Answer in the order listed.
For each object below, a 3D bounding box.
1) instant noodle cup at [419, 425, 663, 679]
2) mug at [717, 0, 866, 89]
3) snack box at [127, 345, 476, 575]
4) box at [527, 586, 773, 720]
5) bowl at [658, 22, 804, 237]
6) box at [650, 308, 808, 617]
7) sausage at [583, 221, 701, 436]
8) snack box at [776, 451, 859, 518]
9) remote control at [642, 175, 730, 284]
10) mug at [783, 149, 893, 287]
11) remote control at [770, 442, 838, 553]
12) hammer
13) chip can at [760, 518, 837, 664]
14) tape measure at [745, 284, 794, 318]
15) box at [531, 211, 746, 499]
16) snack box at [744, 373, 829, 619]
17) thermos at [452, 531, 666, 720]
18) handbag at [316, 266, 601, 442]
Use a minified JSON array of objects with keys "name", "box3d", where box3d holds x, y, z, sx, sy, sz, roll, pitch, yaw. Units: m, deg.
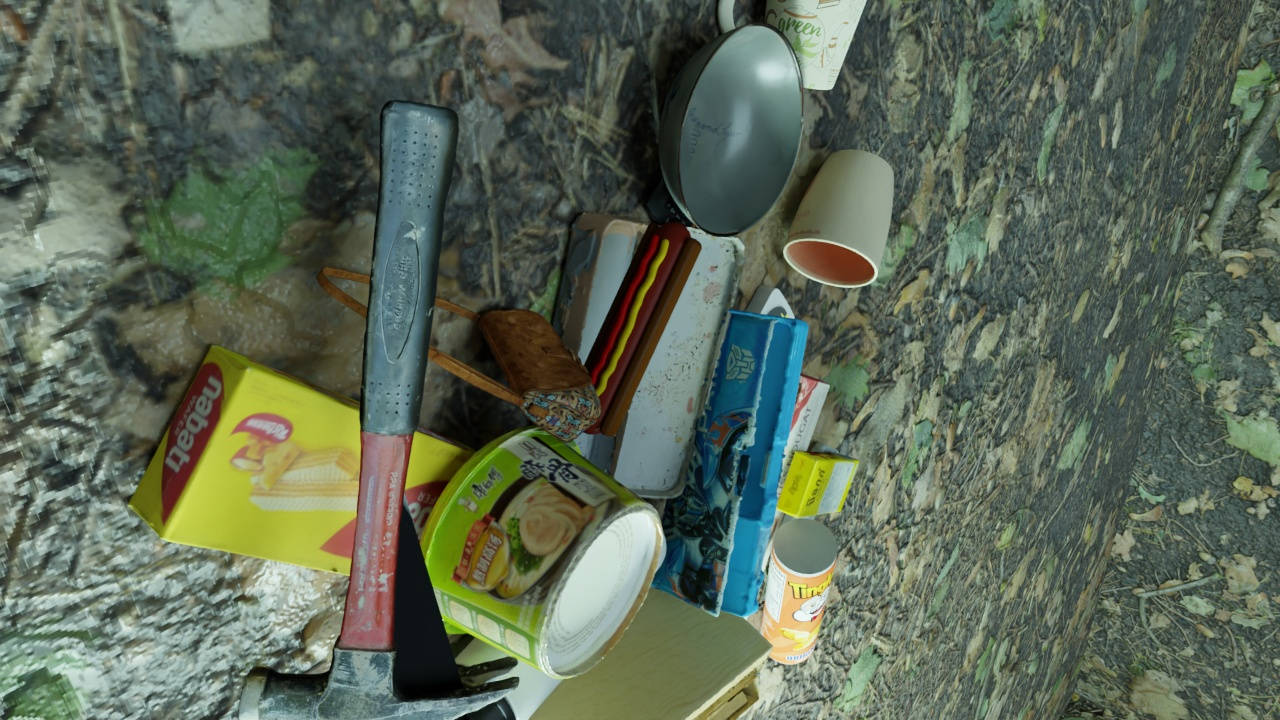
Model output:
[{"name":"instant noodle cup","box3d":[-0.057,0.122,0.574,0.145,0.098,0.146,-36,139,-41]},{"name":"mug","box3d":[0.113,-0.262,0.695,0.121,0.081,0.097,-4,119,-27]},{"name":"snack box","box3d":[-0.171,0.071,0.523,0.200,0.042,0.092,33,81,-52]},{"name":"box","box3d":[-0.018,0.282,0.743,0.248,0.141,0.149,-20,129,-44]},{"name":"bowl","box3d":[0.056,-0.169,0.670,0.150,0.057,0.151,-26,126,-42]},{"name":"box","box3d":[0.065,0.080,0.747,0.066,0.091,0.243,6,95,-61]},{"name":"sausage","box3d":[-0.005,-0.021,0.620,0.040,0.040,0.155,24,91,-53]},{"name":"snack box","box3d":[0.183,0.125,0.938,0.148,0.026,0.061,12,98,-61]},{"name":"remote control","box3d":[0.037,-0.100,0.719,0.124,0.010,0.039,40,76,-51]},{"name":"mug","box3d":[0.184,-0.126,0.838,0.111,0.085,0.104,85,24,-71]},{"name":"remote control","box3d":[0.178,0.154,1.005,0.050,0.022,0.133,26,87,-53]},{"name":"hammer","box3d":[-0.119,0.037,0.469,0.140,0.036,0.326,6,98,-10]},{"name":"chip can","box3d":[0.162,0.247,0.960,0.062,0.062,0.211,-43,150,-29]},{"name":"tape measure","box3d":[0.113,-0.030,0.841,0.064,0.017,0.065,-60,142,-10]},{"name":"box","box3d":[-0.004,0.004,0.685,0.157,0.063,0.216,5,104,-31]},{"name":"snack box","box3d":[0.113,0.142,0.902,0.076,0.044,0.273,15,96,-54]},{"name":"thermos","box3d":[-0.080,0.185,0.669,0.229,0.101,0.069,-42,153,-42]},{"name":"handbag","box3d":[-0.100,-0.017,0.538,0.043,0.093,0.195,-47,136,14]}]
